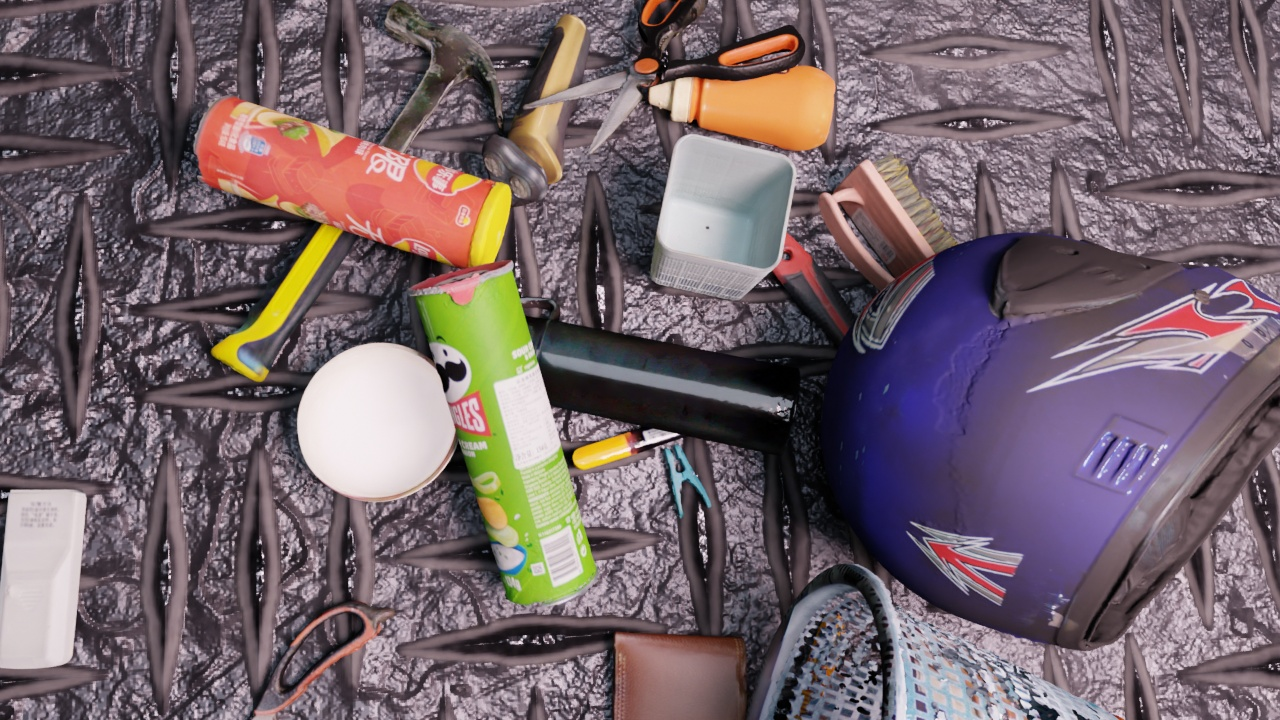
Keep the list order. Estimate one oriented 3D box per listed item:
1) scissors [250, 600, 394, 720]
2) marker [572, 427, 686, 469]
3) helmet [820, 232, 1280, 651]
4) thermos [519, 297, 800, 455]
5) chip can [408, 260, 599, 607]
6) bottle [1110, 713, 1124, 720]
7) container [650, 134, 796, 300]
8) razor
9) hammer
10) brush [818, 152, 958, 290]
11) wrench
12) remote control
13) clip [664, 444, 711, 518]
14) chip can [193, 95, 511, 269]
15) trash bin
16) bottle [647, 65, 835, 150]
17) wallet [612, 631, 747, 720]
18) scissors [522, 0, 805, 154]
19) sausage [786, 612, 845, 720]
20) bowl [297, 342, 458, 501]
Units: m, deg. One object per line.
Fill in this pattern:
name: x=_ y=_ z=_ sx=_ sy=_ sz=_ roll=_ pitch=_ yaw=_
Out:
scissors: x=-0.255 y=0.263 z=0.654 sx=0.226 sy=0.015 sz=0.189 roll=9 pitch=79 yaw=-4
marker: x=0.006 y=0.061 z=0.714 sx=0.123 sy=0.015 sz=0.018 roll=-17 pitch=75 yaw=-10
helmet: x=0.265 y=0.029 z=0.614 sx=0.314 sy=0.248 sz=0.240 roll=-26 pitch=47 yaw=-31
thermos: x=-0.004 y=0.004 z=0.695 sx=0.242 sy=0.069 sz=0.089 roll=13 pitch=57 yaw=2
chip can: x=-0.091 y=0.053 z=0.636 sx=0.072 sy=0.072 sz=0.236 roll=-16 pitch=104 yaw=-8
bottle: x=0.261 y=0.309 z=0.668 sx=0.206 sy=0.060 sz=0.059 roll=-13 pitch=81 yaw=-3
container: x=0.056 y=-0.101 z=0.697 sx=0.090 sy=0.111 sz=0.089 roll=12 pitch=78 yaw=-3
razor: x=-0.079 y=-0.203 z=0.735 sx=0.067 sy=0.062 sz=0.167 roll=30 pitch=69 yaw=-37
hammer: x=-0.220 y=-0.126 z=0.720 sx=0.126 sy=0.032 sz=0.323 roll=30 pitch=79 yaw=2
brush: x=0.207 y=-0.088 z=0.734 sx=0.073 sy=0.063 sz=0.145 roll=-33 pitch=86 yaw=-14
wrench: x=0.193 y=0.004 z=0.738 sx=0.056 sy=0.016 sz=0.273 roll=-41 pitch=86 yaw=-14
remote control: x=-0.430 y=0.155 z=0.656 sx=0.049 sy=0.024 sz=0.124 roll=0 pitch=79 yaw=-5
clip: x=0.034 y=0.092 z=0.711 sx=0.038 sy=0.013 sz=0.055 roll=-18 pitch=83 yaw=-8
chip can: x=-0.206 y=-0.127 z=0.669 sx=0.216 sy=0.073 sz=0.073 roll=19 pitch=79 yaw=1
trash bin: x=0.185 y=0.262 z=0.559 sx=0.195 sy=0.227 sz=0.226 roll=19 pitch=79 yaw=-6
bottle: x=0.080 y=-0.211 z=0.748 sx=0.149 sy=0.067 sz=0.066 roll=8 pitch=79 yaw=4
wallet: x=0.027 y=0.263 z=0.671 sx=0.101 sy=0.032 sz=0.124 roll=2 pitch=79 yaw=-2
scissors: x=0.020 y=-0.235 z=0.724 sx=0.221 sy=0.022 sz=0.228 roll=-4 pitch=51 yaw=3
sausage: x=0.121 y=0.264 z=0.682 sx=0.021 sy=0.021 sz=0.165 roll=22 pitch=78 yaw=-1
bowl: x=-0.187 y=0.049 z=0.676 sx=0.113 sy=0.062 sz=0.113 roll=1 pitch=78 yaw=-4
